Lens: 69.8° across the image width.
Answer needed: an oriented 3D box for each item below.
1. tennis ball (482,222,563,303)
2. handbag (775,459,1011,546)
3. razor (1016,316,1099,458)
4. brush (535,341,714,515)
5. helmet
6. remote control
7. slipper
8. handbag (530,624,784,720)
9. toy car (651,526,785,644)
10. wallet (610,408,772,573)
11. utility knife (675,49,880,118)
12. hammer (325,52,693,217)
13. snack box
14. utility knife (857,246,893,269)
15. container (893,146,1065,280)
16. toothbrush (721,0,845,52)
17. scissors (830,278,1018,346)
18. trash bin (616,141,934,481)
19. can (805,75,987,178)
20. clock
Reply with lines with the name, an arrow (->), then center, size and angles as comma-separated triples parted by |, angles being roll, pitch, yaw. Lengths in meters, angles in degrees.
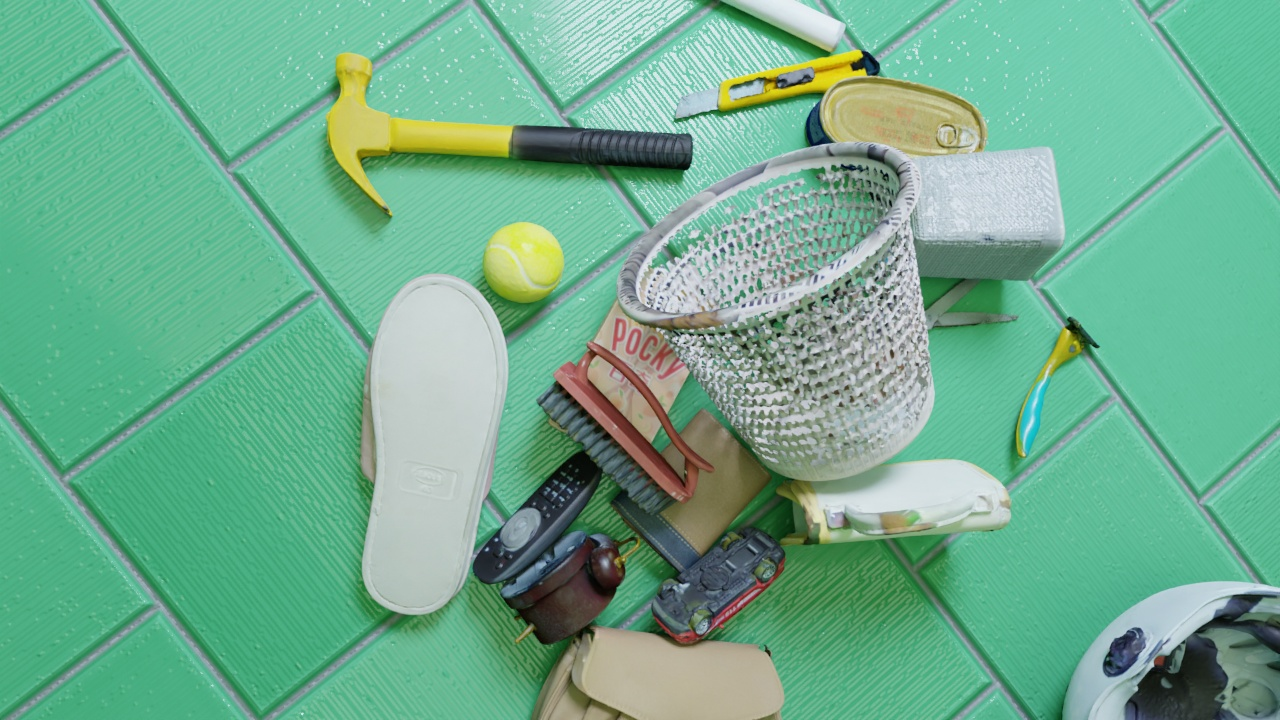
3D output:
tennis ball -> -0.095, -0.079, 0.745 | 0.065, 0.065, 0.065 | 0, 87, -7
handbag -> 0.200, 0.112, 0.714 | 0.163, 0.179, 0.063 | -5, 82, -6
razor -> 0.361, 0.027, 0.811 | 0.043, 0.028, 0.132 | 35, 80, -35
brush -> -0.009, 0.055, 0.720 | 0.069, 0.063, 0.146 | -43, 92, 7
helmet -> 0.453, 0.293, 0.751 | 0.258, 0.146, 0.229 | -42, 91, 1
remote control -> -0.079, 0.129, 0.744 | 0.136, 0.053, 0.024 | -46, 126, -13
slipper -> -0.167, 0.068, 0.733 | 0.114, 0.054, 0.274 | 6, 97, -3
handbag -> 0.018, 0.291, 0.722 | 0.204, 0.100, 0.147 | 10, 84, -11
toy car -> 0.065, 0.186, 0.747 | 0.120, 0.053, 0.045 | -29, 131, -24
wallet -> 0.043, 0.110, 0.769 | 0.090, 0.033, 0.115 | 44, 82, -6
utility knife -> 0.121, -0.240, 0.803 | 0.192, 0.015, 0.033 | -15, 86, -7
hammer -> -0.107, -0.181, 0.765 | 0.300, 0.033, 0.128 | 1, 87, -6
snack box -> -0.005, 0.005, 0.771 | 0.084, 0.026, 0.157 | 29, 85, -5
utility knife -> 0.268, -0.101, 0.813 | 0.162, 0.018, 0.034 | -9, 89, -6
container -> 0.273, -0.119, 0.764 | 0.114, 0.090, 0.090 | -1, 73, 1
toothbrush -> 0.074, -0.325, 0.796 | 0.221, 0.026, 0.026 | 23, 46, -5
scissors -> 0.247, -0.035, 0.811 | 0.159, 0.014, 0.178 | 30, 82, -7
trash bin -> 0.123, -0.025, 0.692 | 0.227, 0.227, 0.192 | -34, 119, -7
can -> 0.220, -0.198, 0.796 | 0.148, 0.049, 0.074 | 8, 86, -6
clock -> -0.053, 0.173, 0.729 | 0.122, 0.082, 0.055 | -34, 96, -5
